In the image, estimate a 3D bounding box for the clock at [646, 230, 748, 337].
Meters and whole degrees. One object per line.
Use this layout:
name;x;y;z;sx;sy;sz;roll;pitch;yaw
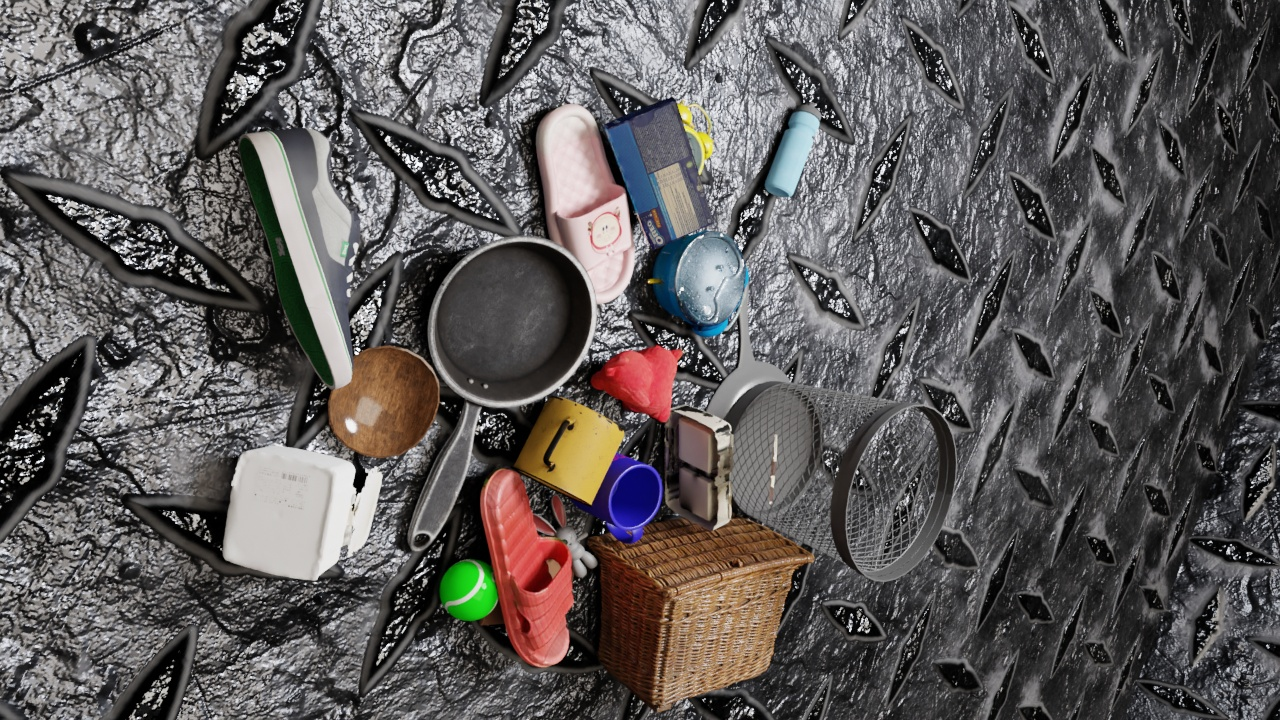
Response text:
clock;0.081;-0.093;1.141;0.161;0.060;0.116;39;74;-39

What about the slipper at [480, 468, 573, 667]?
slipper;-0.112;0.233;1.009;0.103;0.059;0.249;-55;135;-59

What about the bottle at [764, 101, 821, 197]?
bottle;0.204;-0.281;1.211;0.040;0.040;0.130;26;83;-40

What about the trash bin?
trash bin;0.243;0.140;1.180;0.217;0.228;0.218;-10;106;-38

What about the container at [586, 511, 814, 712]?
container;0.068;0.313;1.159;0.249;0.162;0.183;-3;105;-38

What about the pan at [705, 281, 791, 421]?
pan;0.154;0.040;1.252;0.216;0.024;0.355;-19;111;-35

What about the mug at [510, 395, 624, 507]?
mug;-0.080;0.096;1.014;0.094;0.100;0.124;-64;167;-12

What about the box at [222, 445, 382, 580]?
box;-0.305;0.137;0.876;0.121;0.136;0.109;11;95;2

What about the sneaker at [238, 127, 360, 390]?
sneaker;-0.285;-0.091;0.828;0.078;0.084;0.235;-22;109;-35

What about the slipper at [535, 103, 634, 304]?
slipper;-0.055;-0.172;1.014;0.106;0.056;0.222;-29;116;-33

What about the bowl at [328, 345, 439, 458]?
bowl;-0.253;0.038;0.908;0.102;0.026;0.114;22;97;-20

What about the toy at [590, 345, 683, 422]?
toy;-0.006;0.006;1.074;0.094;0.088;0.133;-64;150;-9

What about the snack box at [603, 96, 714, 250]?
snack box;0.022;-0.206;1.020;0.082;0.027;0.150;-22;118;-2

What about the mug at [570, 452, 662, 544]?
mug;-0.028;0.166;1.092;0.079;0.084;0.111;-24;114;-33

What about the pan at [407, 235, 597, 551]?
pan;-0.170;0.035;0.970;0.187;0.055;0.357;22;98;-36

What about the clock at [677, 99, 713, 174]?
clock;0.038;-0.248;1.070;0.118;0.057;0.083;-52;126;-10

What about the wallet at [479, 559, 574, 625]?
wallet;-0.129;0.266;1.077;0.120;0.013;0.087;10;93;-42

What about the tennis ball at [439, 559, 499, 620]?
tennis ball;-0.185;0.248;0.994;0.065;0.065;0.065;-10;106;-38

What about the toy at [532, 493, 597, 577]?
toy;-0.089;0.208;1.080;0.049;0.030;0.112;-38;113;-14

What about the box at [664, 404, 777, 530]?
box;0.114;0.140;1.134;0.070;0.187;0.144;-17;117;-36
